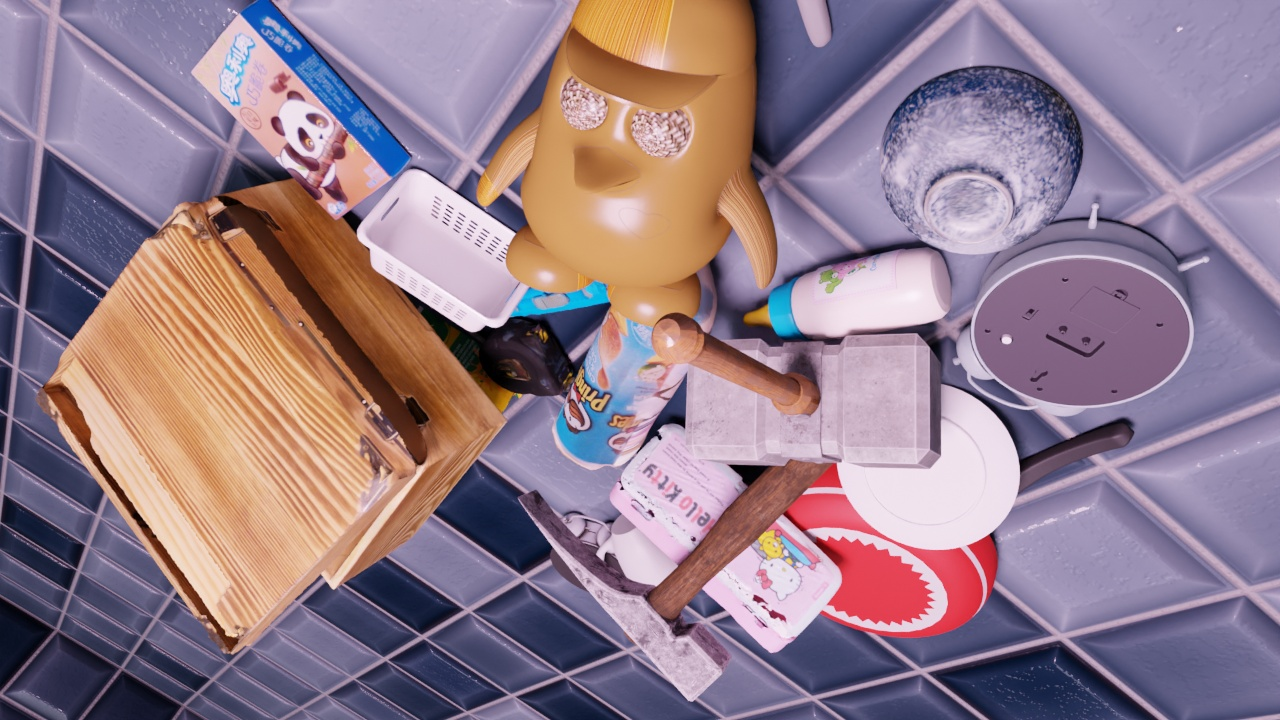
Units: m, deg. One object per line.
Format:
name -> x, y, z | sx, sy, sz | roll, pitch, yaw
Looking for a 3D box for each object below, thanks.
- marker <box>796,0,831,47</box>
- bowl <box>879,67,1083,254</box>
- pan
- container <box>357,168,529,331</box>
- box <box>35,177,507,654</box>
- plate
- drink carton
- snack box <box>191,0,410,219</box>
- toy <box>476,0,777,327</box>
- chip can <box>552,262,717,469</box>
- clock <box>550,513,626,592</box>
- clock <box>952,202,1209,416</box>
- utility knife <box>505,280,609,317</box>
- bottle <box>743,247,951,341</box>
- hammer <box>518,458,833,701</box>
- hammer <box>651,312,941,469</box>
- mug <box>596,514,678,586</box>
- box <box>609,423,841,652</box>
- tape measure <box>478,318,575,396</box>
marker -> 0.082, -0.233, 0.489 | 0.022, 0.016, 0.139 | -19, 125, 12
bowl -> 0.192, -0.102, 0.530 | 0.114, 0.060, 0.115 | 15, 139, 14
pan -> 0.239, 0.139, 0.755 | 0.209, 0.067, 0.357 | 39, 141, -10
container -> -0.151, -0.080, 0.722 | 0.129, 0.080, 0.050 | 34, 150, -7
box -> -0.296, 0.035, 0.736 | 0.279, 0.214, 0.258 | 51, 130, 9
plate -> 0.214, 0.082, 0.694 | 0.135, 0.011, 0.135 | 8, 107, 26
drink carton -> -0.168, 0.012, 0.834 | 0.122, 0.058, 0.041 | 32, 139, -6
snack box -> -0.257, -0.186, 0.698 | 0.087, 0.034, 0.151 | -21, 120, 40
toy -> 0.001, -0.134, 0.535 | 0.199, 0.162, 0.204 | 19, 128, 6
chip can -> -0.004, 0.004, 0.725 | 0.080, 0.079, 0.230 | 28, 141, -1
clock -> -0.049, 0.206, 0.988 | 0.095, 0.035, 0.123 | 11, 135, 18
clock -> 0.270, -0.021, 0.584 | 0.122, 0.045, 0.160 | 26, 140, 1
utility knife -> -0.056, -0.054, 0.743 | 0.174, 0.015, 0.031 | -9, 133, 32
bottle -> 0.135, -0.040, 0.629 | 0.146, 0.051, 0.051 | -10, 127, 35
hammer -> 0.062, 0.094, 0.729 | 0.217, 0.037, 0.301 | 45, 107, 12
hammer -> 0.074, 0.013, 0.533 | 0.163, 0.083, 0.317 | -1, 171, 24
mug -> -0.003, 0.199, 0.922 | 0.107, 0.071, 0.089 | -25, 110, 22
box -> 0.075, 0.144, 0.785 | 0.202, 0.087, 0.096 | 42, 115, 14
tape measure -> -0.103, -0.002, 0.800 | 0.072, 0.042, 0.071 | -2, 135, 32
